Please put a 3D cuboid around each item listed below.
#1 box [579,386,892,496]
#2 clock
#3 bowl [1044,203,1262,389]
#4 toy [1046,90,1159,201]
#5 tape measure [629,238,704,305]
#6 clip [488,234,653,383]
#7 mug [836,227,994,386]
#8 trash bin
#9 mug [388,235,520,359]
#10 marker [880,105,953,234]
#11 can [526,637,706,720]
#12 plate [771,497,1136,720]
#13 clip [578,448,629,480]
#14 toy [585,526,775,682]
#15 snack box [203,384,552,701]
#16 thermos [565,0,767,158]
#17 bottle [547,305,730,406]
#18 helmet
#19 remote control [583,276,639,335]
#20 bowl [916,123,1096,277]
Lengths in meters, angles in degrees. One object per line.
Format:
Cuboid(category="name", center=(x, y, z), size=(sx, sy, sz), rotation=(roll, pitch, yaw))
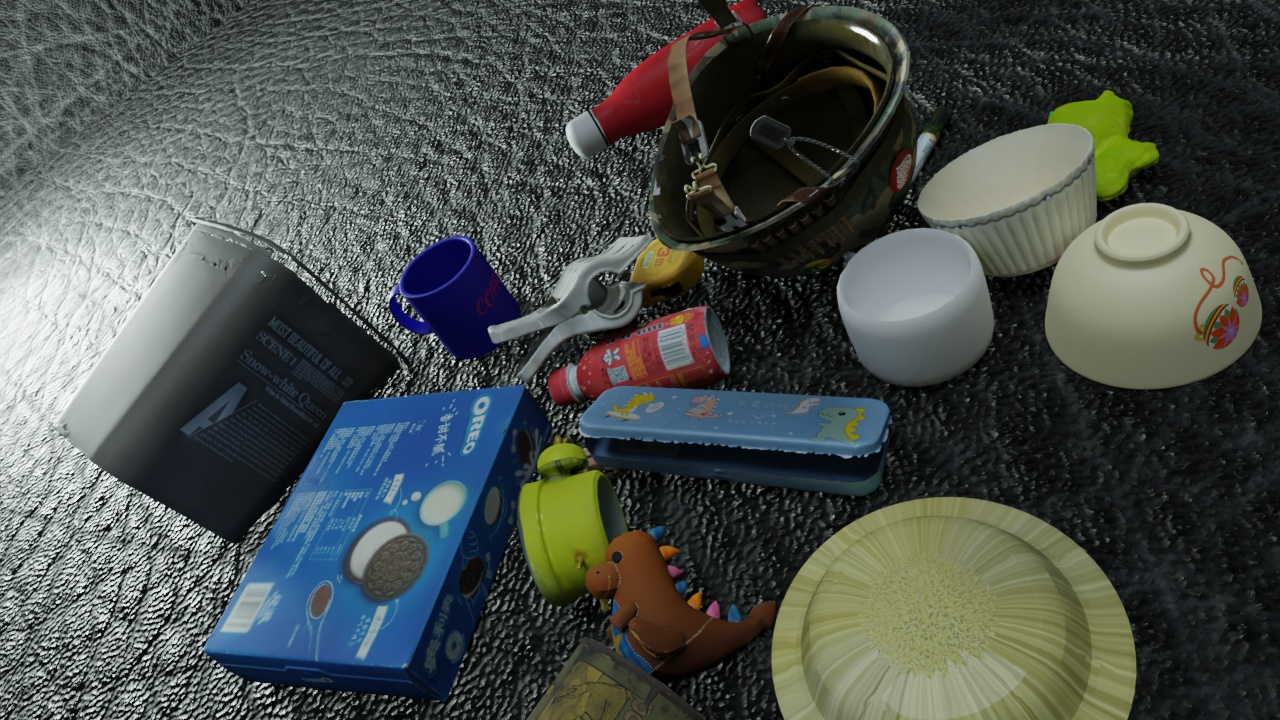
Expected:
Cuboid(category="box", center=(0.059, 0.040, 0.611), size=(0.210, 0.052, 0.066), rotation=(4, 50, 24))
Cuboid(category="clock", center=(-0.044, 0.104, 0.609), size=(0.057, 0.083, 0.118), rotation=(-18, 45, 9))
Cuboid(category="bowl", center=(0.302, -0.051, 0.549), size=(0.118, 0.074, 0.117), rotation=(-18, 42, 17))
Cuboid(category="toy", center=(0.330, -0.155, 0.668), size=(0.094, 0.036, 0.093), rotation=(-44, 46, -3))
Cuboid(category="tape measure", center=(0.026, -0.081, 0.791), size=(0.059, 0.030, 0.068), rotation=(-6, 49, 28))
Cuboid(category="clip", center=(-0.046, -0.037, 0.724), size=(0.150, 0.089, 0.125), rotation=(-46, 10, -3))
Cuboid(category="mug", center=(0.179, -0.039, 0.621), size=(0.094, 0.068, 0.115), rotation=(-38, 40, -7))
Cuboid(category="trash bin", center=(-0.374, 0.022, 0.831), size=(0.198, 0.197, 0.219), rotation=(17, 66, 41))
Cuboid(category="mug", center=(-0.181, -0.054, 0.855), size=(0.111, 0.083, 0.079), rotation=(-14, 43, 21))
Cuboid(category="marker", center=(0.222, -0.158, 0.753), size=(0.017, 0.017, 0.146), rotation=(11, 56, 39))
Cuboid(category="can", center=(-0.016, 0.204, 0.483), size=(0.090, 0.090, 0.074), rotation=(16, 60, 42))
Cuboid(category="plate", center=(0.153, 0.139, 0.479), size=(0.185, 0.036, 0.184), rotation=(-17, 43, 16))
Cuboid(category="clip", center=(-0.037, 0.076, 0.673), size=(0.061, 0.049, 0.025), rotation=(9, 50, 4))
Cuboid(category="toy", center=(0.024, 0.139, 0.543), size=(0.103, 0.071, 0.090), rotation=(-16, 65, -13))
Cuboid(category="snack box", center=(-0.192, 0.129, 0.700), size=(0.196, 0.056, 0.238), rotation=(-6, 46, 28))
Cuboid(category="thermos", center=(0.029, -0.289, 0.966), size=(0.240, 0.073, 0.073), rotation=(-30, 40, 4))
Cuboid(category="bottle", center=(-0.004, 0.004, 0.700), size=(0.138, 0.062, 0.061), rotation=(-15, 43, 18))
Cuboid(category="helmet", center=(0.092, -0.163, 0.661), size=(0.225, 0.236, 0.192), rotation=(-34, 46, 50))
Cuboid(category="remote control", center=(-0.026, -0.040, 0.798), size=(0.028, 0.012, 0.124), rotation=(-36, 40, -4))
Cuboid(category="bowl", center=(0.256, -0.104, 0.627), size=(0.115, 0.062, 0.115), rotation=(-27, 24, 13))
